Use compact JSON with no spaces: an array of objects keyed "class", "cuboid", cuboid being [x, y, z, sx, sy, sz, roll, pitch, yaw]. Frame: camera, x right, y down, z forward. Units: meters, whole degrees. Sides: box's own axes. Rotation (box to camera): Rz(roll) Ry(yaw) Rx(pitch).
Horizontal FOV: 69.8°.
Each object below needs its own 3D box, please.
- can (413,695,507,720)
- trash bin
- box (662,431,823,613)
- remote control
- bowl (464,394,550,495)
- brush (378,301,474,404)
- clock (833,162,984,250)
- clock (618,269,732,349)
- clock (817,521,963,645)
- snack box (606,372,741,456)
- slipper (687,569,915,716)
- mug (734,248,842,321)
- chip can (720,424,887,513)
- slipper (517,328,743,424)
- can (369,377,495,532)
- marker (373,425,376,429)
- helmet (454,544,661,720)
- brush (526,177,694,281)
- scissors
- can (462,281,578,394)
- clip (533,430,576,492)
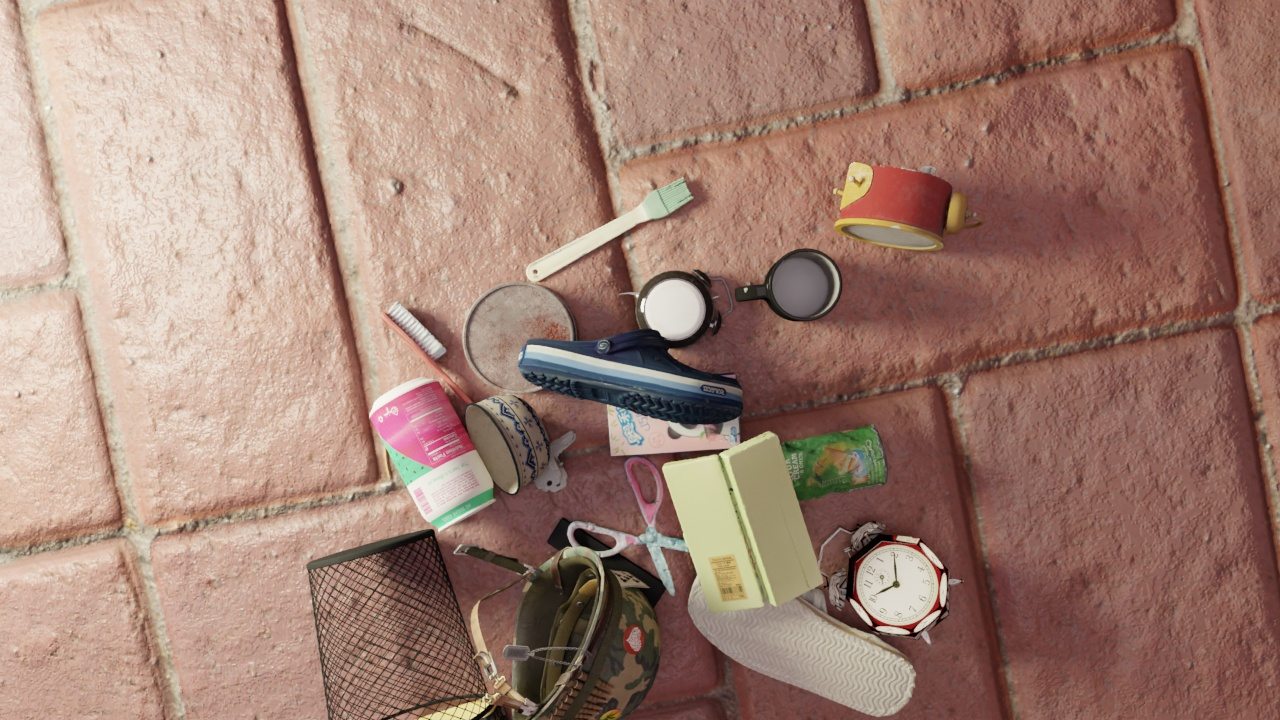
[{"class":"can","cuboid":[-0.213,0.470,1.089,0.131,0.072,0.101,-19,88,5]},{"class":"trash bin","cuboid":[-0.280,0.312,1.040,0.184,0.184,0.210,-15,86,4]},{"class":"box","cuboid":[0.113,0.183,1.001,0.141,0.048,0.188,-15,103,7]},{"class":"remote control","cuboid":[-0.040,0.242,1.094,0.150,0.013,0.034,32,90,2]},{"class":"bowl","cuboid":[-0.146,0.090,1.051,0.059,0.116,0.115,-27,90,-29]},{"class":"brush","cuboid":[-0.241,-0.002,1.089,0.030,0.041,0.172,-44,91,-11]},{"class":"clock","cuboid":[0.295,-0.170,1.003,0.159,0.117,0.081,13,90,-1]},{"class":"clock","cuboid":[0.045,-0.060,1.059,0.123,0.043,0.091,-17,91,5]},{"class":"clock","cuboid":[0.276,0.248,1.041,0.155,0.065,0.114,26,82,29]},{"class":"snack box","cuboid":[0.038,0.063,1.071,0.154,0.033,0.088,-4,91,4]},{"class":"slipper","cuboid":[0.184,0.320,1.061,0.273,0.054,0.114,27,95,8]},{"class":"mug","cuboid":[0.162,-0.081,1.028,0.113,0.088,0.078,-7,92,4]},{"class":"chip can","cuboid":[0.167,0.128,1.045,0.223,0.075,0.075,-13,91,5]},{"class":"slipper","cuboid":[-0.006,0.006,1.004,0.253,0.105,0.095,11,72,-1]},{"class":"can","cuboid":[-0.239,0.107,1.059,0.088,0.088,0.166,-30,85,5]},{"class":"marker","cuboid":[-0.273,0.128,1.103,0.024,0.021,0.145,-37,89,35]},{"class":"helmet","cuboid":[-0.091,0.303,1.005,0.236,0.192,0.225,9,125,-14]},{"class":"brush","cuboid":[-0.039,-0.150,1.079,0.218,0.012,0.033,-28,90,6]},{"class":"scissors","cuboid":[-0.009,0.205,1.084,0.168,0.014,0.170,-21,89,-3]},{"class":"can","cuboid":[-0.139,-0.027,1.074,0.130,0.044,0.130,0,92,4]},{"class":"clip","cuboid":[-0.112,0.130,1.087,0.102,0.041,0.054,-32,77,6]}]
